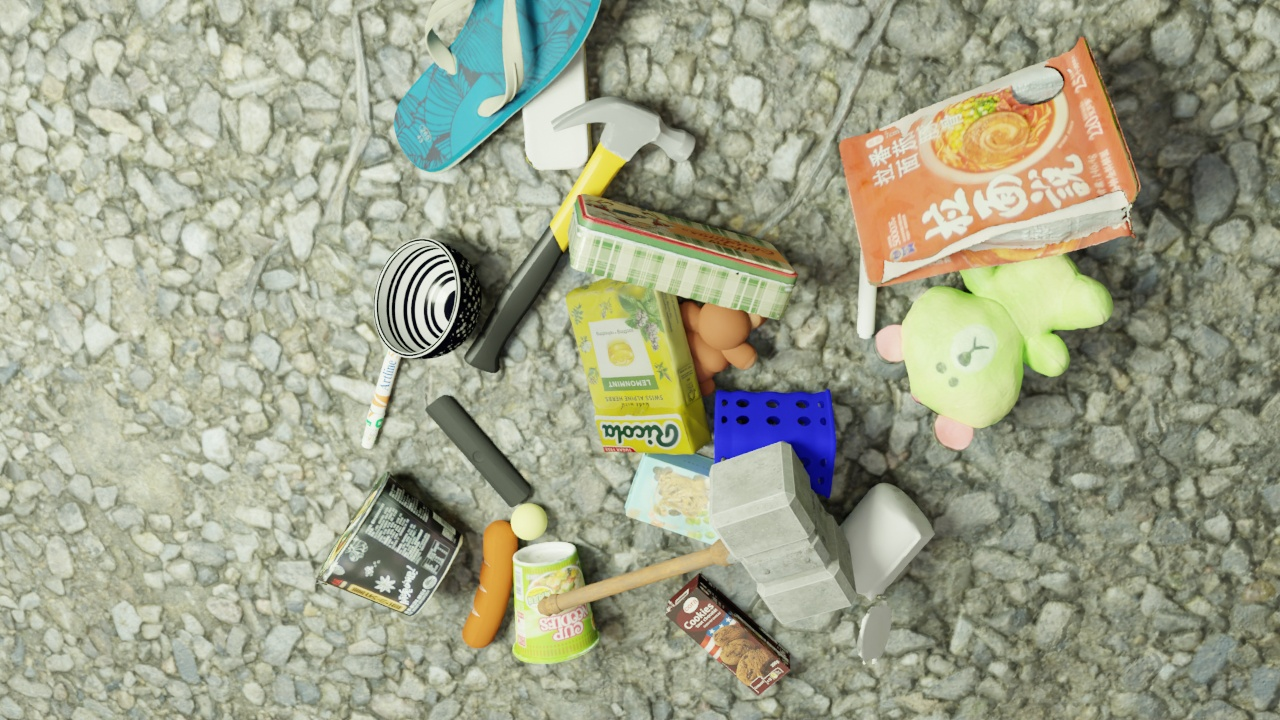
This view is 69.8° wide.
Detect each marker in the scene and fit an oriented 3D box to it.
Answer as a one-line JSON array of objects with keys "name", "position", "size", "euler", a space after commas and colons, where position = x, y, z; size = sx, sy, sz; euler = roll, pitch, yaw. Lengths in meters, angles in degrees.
[{"name": "marker", "position": [-0.281, 0.031, 1.003], "size": [0.017, 0.017, 0.146], "euler": [22, 108, 1]}, {"name": "marker", "position": [0.222, -0.085, 0.893], "size": [0.017, 0.020, 0.134], "euler": [4, 108, 17]}]

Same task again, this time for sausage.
[{"name": "sausage", "position": [-0.169, 0.257, 1.045], "size": [0.044, 0.039, 0.164], "euler": [16, 109, 3]}]

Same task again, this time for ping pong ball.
[{"name": "ping pong ball", "position": [-0.123, 0.178, 1.013], "size": [0.040, 0.040, 0.040], "euler": [2, 107, 7]}]

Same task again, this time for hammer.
[{"name": "hammer", "position": [-0.086, -0.116, 0.909], "size": [0.127, 0.029, 0.324], "euler": [24, 116, -27]}, {"name": "hammer", "position": [0.032, 0.205, 0.909], "size": [0.318, 0.082, 0.163], "euler": [-22, 122, 20]}]

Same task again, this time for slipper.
[{"name": "slipper", "position": [-0.139, -0.281, 0.835], "size": [0.296, 0.060, 0.118], "euler": [-40, 90, 29]}]

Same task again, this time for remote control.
[{"name": "remote control", "position": [-0.179, 0.100, 1.010], "size": [0.033, 0.015, 0.147], "euler": [-37, 99, 17]}]

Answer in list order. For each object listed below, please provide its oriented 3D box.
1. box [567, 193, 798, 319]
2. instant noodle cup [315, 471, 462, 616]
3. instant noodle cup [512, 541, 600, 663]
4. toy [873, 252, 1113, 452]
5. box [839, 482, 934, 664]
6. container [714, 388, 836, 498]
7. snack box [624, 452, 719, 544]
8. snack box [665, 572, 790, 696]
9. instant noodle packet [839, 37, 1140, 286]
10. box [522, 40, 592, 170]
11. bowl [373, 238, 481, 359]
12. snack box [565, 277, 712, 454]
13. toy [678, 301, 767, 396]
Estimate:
[{"name": "box", "position": [0.035, -0.099, 0.845], "size": [0.205, 0.117, 0.051], "euler": [15, 113, -10]}, {"name": "instant noodle cup", "position": [-0.268, 0.208, 1.001], "size": [0.112, 0.137, 0.137], "euler": [34, 109, -12]}, {"name": "instant noodle cup", "position": [-0.099, 0.263, 1.012], "size": [0.099, 0.098, 0.108], "euler": [-5, 99, 9]}, {"name": "toy", "position": [0.326, -0.030, 0.855], "size": [0.197, 0.107, 0.150], "euler": [-41, 78, 26]}, {"name": "box", "position": [0.243, 0.218, 0.938], "size": [0.126, 0.084, 0.156], "euler": [47, 113, 27]}, {"name": "container", "position": [0.131, 0.082, 0.914], "size": [0.113, 0.084, 0.085], "euler": [1, 128, 6]}, {"name": "snack box", "position": [0.077, 0.150, 0.970], "size": [0.175, 0.053, 0.075], "euler": [19, 110, 3]}, {"name": "snack box", "position": [0.098, 0.306, 1.025], "size": [0.141, 0.031, 0.051], "euler": [42, 108, -6]}, {"name": "instant noodle packet", "position": [0.295, -0.161, 0.805], "size": [0.221, 0.084, 0.164], "euler": [-15, 65, 22]}, {"name": "box", "position": [-0.084, -0.287, 0.867], "size": [0.064, 0.037, 0.210], "euler": [-1, 106, 7]}, {"name": "bowl", "position": [-0.205, -0.058, 0.933], "size": [0.120, 0.066, 0.120], "euler": [-5, 81, 32]}, {"name": "snack box", "position": [-0.005, 0.006, 0.917], "size": [0.121, 0.045, 0.181], "euler": [-2, 108, 40]}, {"name": "toy", "position": [0.068, -0.015, 0.924], "size": [0.095, 0.065, 0.128], "euler": [36, 119, 0]}]
